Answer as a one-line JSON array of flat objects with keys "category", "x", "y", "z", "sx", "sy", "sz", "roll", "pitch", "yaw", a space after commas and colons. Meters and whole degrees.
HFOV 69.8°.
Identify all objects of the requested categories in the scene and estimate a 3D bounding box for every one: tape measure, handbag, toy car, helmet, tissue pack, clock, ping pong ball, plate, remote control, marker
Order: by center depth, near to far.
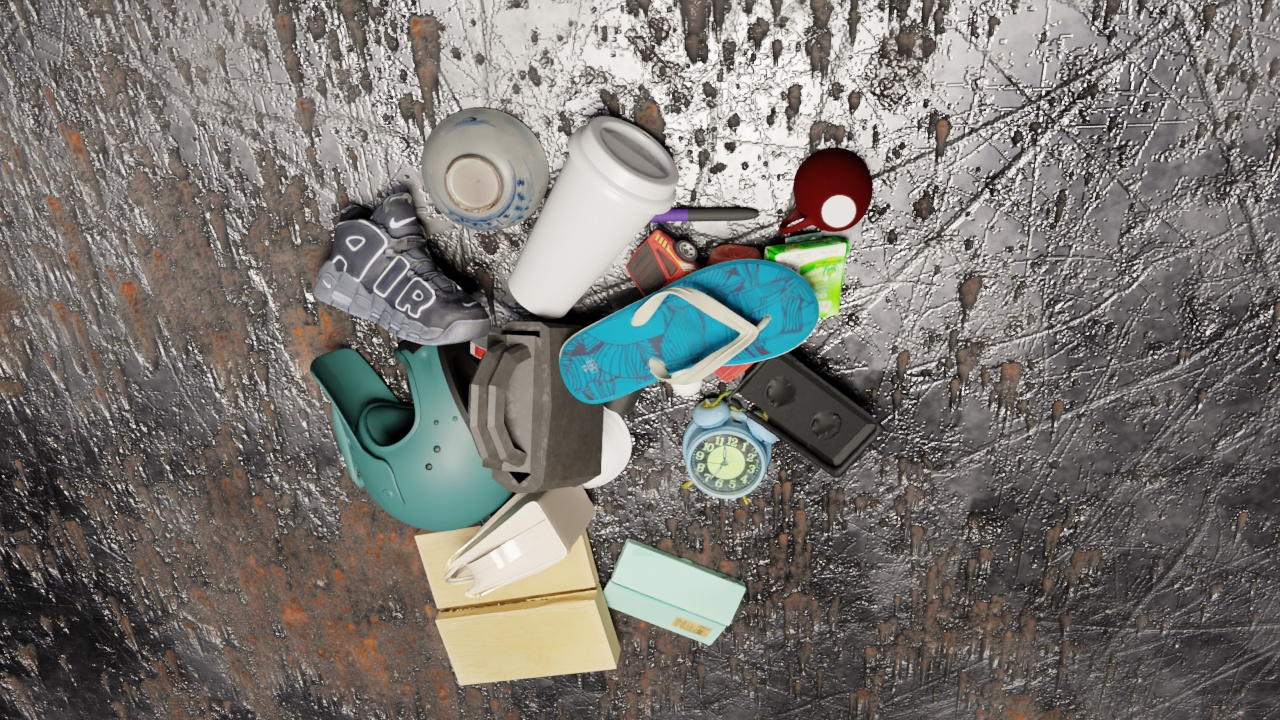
[{"category": "tissue pack", "x": 0.186, "y": -0.092, "z": 1.055, "sx": 0.113, "sy": 0.034, "sz": 0.100, "roll": -11, "pitch": 120, "yaw": -22}, {"category": "marker", "x": 0.069, "y": -0.169, "z": 1.060, "sx": 0.134, "sy": 0.018, "sz": 0.015, "roll": 0, "pitch": 116, "yaw": 4}, {"category": "toy car", "x": 0.061, "y": -0.062, "z": 1.063, "sx": 0.189, "sy": 0.056, "sz": 0.082, "roll": 49, "pitch": 140, "yaw": 4}, {"category": "handbag", "x": -0.133, "y": 0.054, "z": 1.064, "sx": 0.102, "sy": 0.199, "sz": 0.197, "roll": 2, "pitch": 89, "yaw": 28}, {"category": "toy car", "x": 0.196, "y": 0.053, "z": 1.129, "sx": 0.191, "sy": 0.071, "sz": 0.094, "roll": 34, "pitch": 104, "yaw": -21}, {"category": "tape measure", "x": -0.177, "y": -0.021, "z": 1.146, "sx": 0.062, "sy": 0.060, "sz": 0.020, "roll": 11, "pitch": 119, "yaw": 5}, {"category": "ping pong ball", "x": 0.058, "y": 0.025, "z": 1.153, "sx": 0.040, "sy": 0.040, "sz": 0.040, "roll": 3, "pitch": 119, "yaw": 5}, {"category": "helmet", "x": -0.280, "y": 0.088, "z": 1.157, "sx": 0.200, "sy": 0.176, "sz": 0.275, "roll": -24, "pitch": 103, "yaw": 14}, {"category": "remote control", "x": -0.007, "y": 0.007, "z": 1.163, "sx": 0.045, "sy": 0.021, "sz": 0.141, "roll": 21, "pitch": 118, "yaw": -7}, {"category": "handbag", "x": -0.172, "y": 0.235, "z": 1.179, "sx": 0.198, "sy": 0.194, "sz": 0.101, "roll": -31, "pitch": 91, "yaw": 12}, {"category": "clock", "x": 0.115, "y": 0.106, "z": 1.181, "sx": 0.118, "sy": 0.060, "sz": 0.162, "roll": 11, "pitch": 115, "yaw": 3}, {"category": "plate", "x": -0.091, "y": 0.112, "z": 1.234, "sx": 0.157, "sy": 0.014, "sz": 0.157, "roll": 3, "pitch": 119, "yaw": 6}]

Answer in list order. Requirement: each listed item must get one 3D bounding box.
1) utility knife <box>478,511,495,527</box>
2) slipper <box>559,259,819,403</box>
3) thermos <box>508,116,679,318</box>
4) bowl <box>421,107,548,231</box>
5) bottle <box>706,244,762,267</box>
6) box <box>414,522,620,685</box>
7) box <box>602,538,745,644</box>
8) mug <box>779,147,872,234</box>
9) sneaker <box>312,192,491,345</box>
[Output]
[{"category": "utility knife", "x": -0.214, "y": 0.224, "z": 1.282, "sx": 0.029, "sy": 0.020, "sz": 0.172, "roll": -31, "pitch": 89, "yaw": 11}, {"category": "slipper", "x": 0.048, "y": -0.032, "z": 0.999, "sx": 0.295, "sy": 0.060, "sz": 0.118, "roll": -19, "pitch": 88, "yaw": 7}, {"category": "thermos", "x": -0.063, "y": -0.151, "z": 1.032, "sx": 0.131, "sy": 0.131, "sz": 0.222, "roll": 32, "pitch": 125, "yaw": -11}, {"category": "bowl", "x": -0.184, "y": -0.208, "z": 1.046, "sx": 0.151, "sy": 0.056, "sz": 0.151, "roll": 3, "pitch": 119, "yaw": 5}, {"category": "bottle", "x": 0.113, "y": -0.068, "z": 1.090, "sx": 0.071, "sy": 0.048, "sz": 0.134, "roll": 10, "pitch": 123, "yaw": 23}, {"category": "box", "x": -0.178, "y": 0.344, "z": 1.333, "sx": 0.247, "sy": 0.068, "sz": 0.253, "roll": -11, "pitch": 101, "yaw": 12}, {"category": "box", "x": 0.043, "y": 0.344, "z": 1.332, "sx": 0.187, "sy": 0.052, "sz": 0.139, "roll": 21, "pitch": 113, "yaw": -3}, {"category": "mug", "x": 0.201, "y": -0.170, "z": 1.002, "sx": 0.114, "sy": 0.088, "sz": 0.087, "roll": -32, "pitch": 111, "yaw": 21}, {"category": "sneaker", "x": -0.266, "y": -0.114, "z": 1.064, "sx": 0.253, "sy": 0.097, "sz": 0.151, "roll": 20, "pitch": 110, "yaw": 25}]
